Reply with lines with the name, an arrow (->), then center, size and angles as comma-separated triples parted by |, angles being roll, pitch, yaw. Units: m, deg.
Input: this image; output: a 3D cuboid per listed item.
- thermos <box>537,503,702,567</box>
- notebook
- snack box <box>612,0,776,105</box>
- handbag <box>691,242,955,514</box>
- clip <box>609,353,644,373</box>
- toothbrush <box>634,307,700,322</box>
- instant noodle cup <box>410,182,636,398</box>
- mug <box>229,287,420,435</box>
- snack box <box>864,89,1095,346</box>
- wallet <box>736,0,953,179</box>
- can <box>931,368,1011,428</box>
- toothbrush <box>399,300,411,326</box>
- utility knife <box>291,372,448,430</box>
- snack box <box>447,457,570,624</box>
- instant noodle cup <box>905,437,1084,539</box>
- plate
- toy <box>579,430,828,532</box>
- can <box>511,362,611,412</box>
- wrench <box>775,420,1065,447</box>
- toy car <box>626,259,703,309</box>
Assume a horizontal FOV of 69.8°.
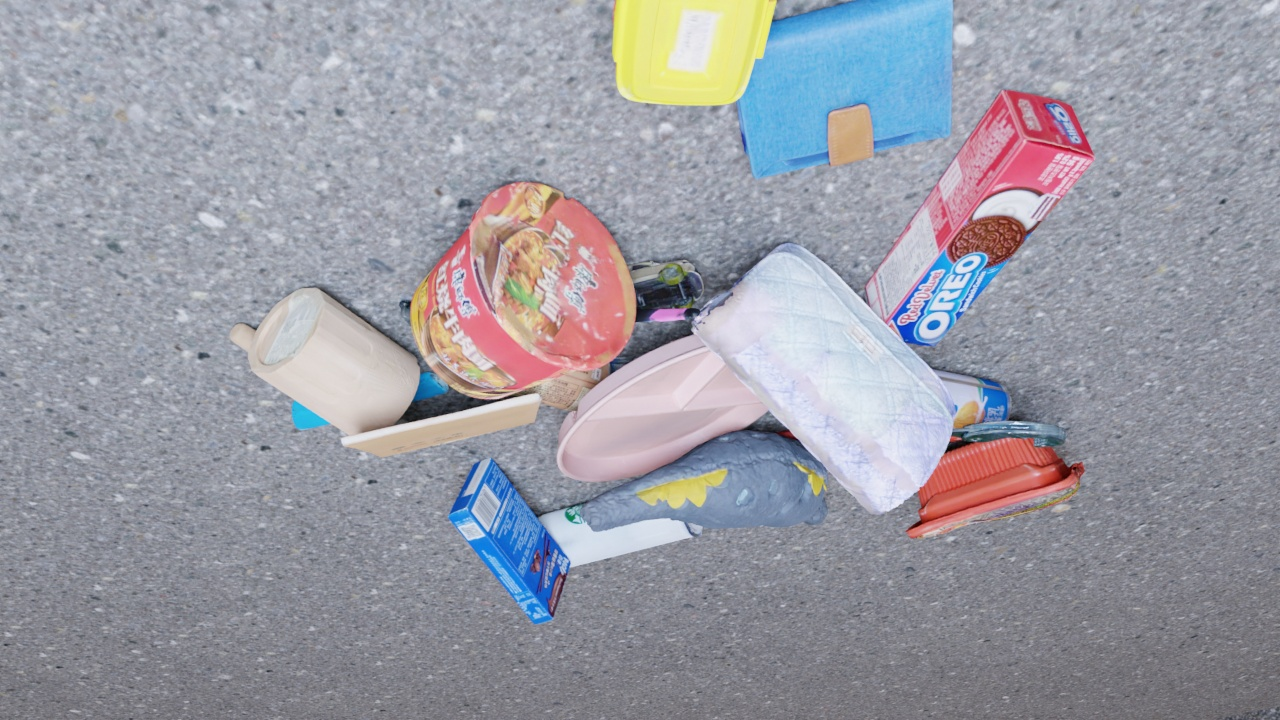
thermos -> -0.048, 0.184, 1.010 | 0.225, 0.073, 0.073 | -17, 142, 17
notebook -> -0.158, 0.057, 0.768 | 0.147, 0.008, 0.208 | -13, 173, -9
snack box -> 0.026, -0.193, 0.488 | 0.082, 0.080, 0.091 | 1, 143, -7
handbag -> 0.139, 0.005, 0.674 | 0.194, 0.133, 0.076 | 44, 134, 2
clip -> -0.005, 0.006, 0.810 | 0.057, 0.031, 0.025 | -6, 142, 9
toothbrush -> -0.026, -0.034, 0.686 | 0.190, 0.014, 0.018 | 0, 144, 48
instant noodle cup -> -0.087, -0.040, 0.650 | 0.137, 0.137, 0.109 | 25, 143, -34
mug -> -0.256, 0.002, 0.735 | 0.125, 0.084, 0.103 | 3, 152, 37
snack box -> 0.235, -0.094, 0.668 | 0.057, 0.058, 0.208 | 9, 142, -13
wallet -> 0.125, -0.170, 0.569 | 0.133, 0.040, 0.106 | -11, 139, 9
can -> 0.272, 0.035, 0.851 | 0.134, 0.053, 0.053 | 10, 141, -19
toothbrush -> -0.135, 0.000, 0.786 | 0.014, 0.016, 0.189 | -24, 139, 27
utility knife -> -0.217, 0.028, 0.816 | 0.199, 0.018, 0.034 | -13, 140, 6
snack box -> -0.130, 0.184, 0.933 | 0.026, 0.084, 0.157 | -23, 114, 22
instant noodle cup -> 0.351, 0.119, 0.922 | 0.165, 0.079, 0.188 | -25, 166, 24
plate -> 0.032, 0.039, 0.795 | 0.229, 0.028, 0.230 | -21, 155, -10
toy -> 0.104, 0.125, 0.886 | 0.355, 0.091, 0.138 | 11, 137, -47
can -> -0.086, 0.005, 0.764 | 0.116, 0.058, 0.059 | 19, 138, -29
wrench -> 0.245, 0.070, 0.851 | 0.274, 0.016, 0.056 | -4, 159, 36
toy car -> 0.003, -0.056, 0.710 | 0.090, 0.035, 0.042 | -11, 145, 11
